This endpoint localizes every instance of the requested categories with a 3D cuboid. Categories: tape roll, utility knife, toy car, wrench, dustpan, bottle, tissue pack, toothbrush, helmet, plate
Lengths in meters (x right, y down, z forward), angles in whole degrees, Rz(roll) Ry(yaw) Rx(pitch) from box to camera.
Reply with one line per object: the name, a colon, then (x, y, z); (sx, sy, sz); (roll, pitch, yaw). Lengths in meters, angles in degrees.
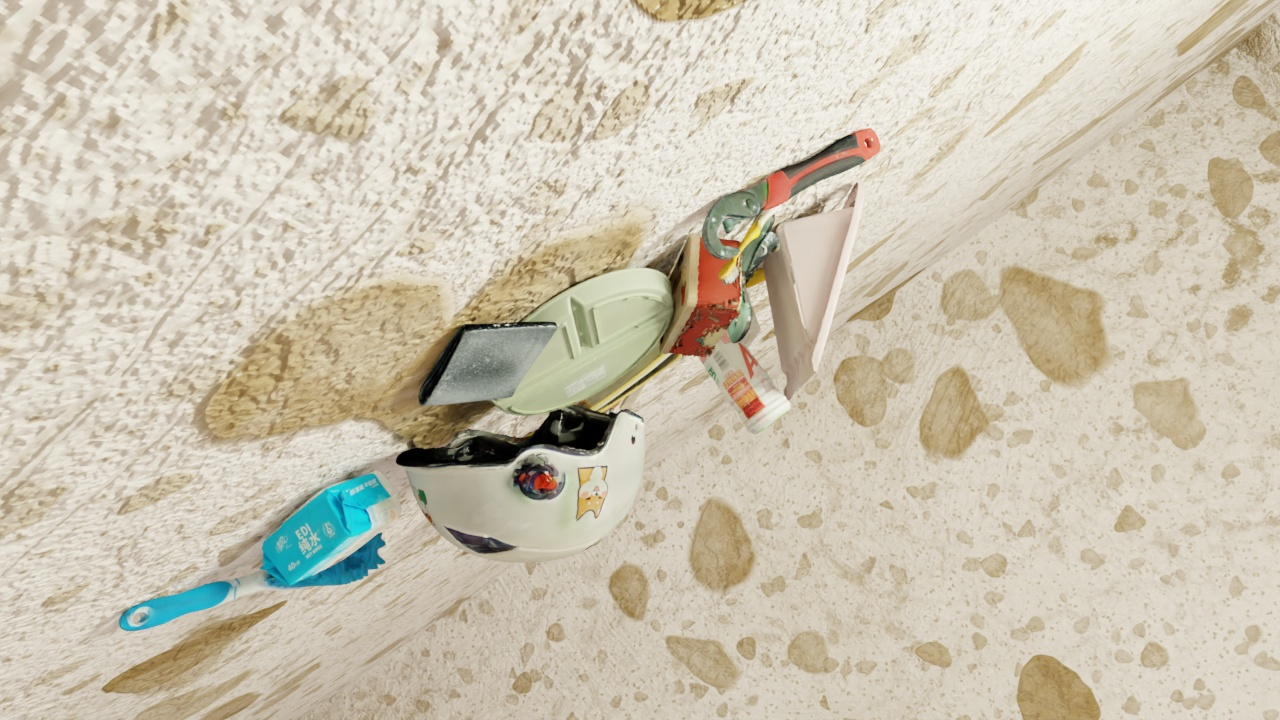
tape roll: (-0.006, 0.041, 1.413); (0.086, 0.014, 0.085); (-60, -177, 5)
utility knife: (0.206, -0.137, 1.380); (0.208, 0.015, 0.033); (-22, 163, -42)
toy car: (0.138, -0.129, 1.156); (0.042, 0.034, 0.091); (-20, 160, -48)
wrench: (0.162, -0.184, 0.959); (0.272, 0.056, 0.016); (-35, -171, -28)
dustpan: (0.252, -0.094, 1.220); (0.139, 0.273, 0.223); (-10, 171, -2)
bottle: (0.121, 0.004, 1.245); (0.068, 0.197, 0.068); (-34, 169, -8)
tissue pack: (-0.325, 0.174, 0.962); (0.140, 0.063, 0.089); (-37, 173, 23)
toothbrush: (0.124, -0.135, 0.965); (0.016, 0.018, 0.190); (-11, -149, 40)
helmet: (-0.118, 0.145, 1.017); (0.273, 0.157, 0.230); (-15, -173, -30)
plate: (-0.060, -0.012, 0.963); (0.230, 0.027, 0.230); (-27, 158, -12)

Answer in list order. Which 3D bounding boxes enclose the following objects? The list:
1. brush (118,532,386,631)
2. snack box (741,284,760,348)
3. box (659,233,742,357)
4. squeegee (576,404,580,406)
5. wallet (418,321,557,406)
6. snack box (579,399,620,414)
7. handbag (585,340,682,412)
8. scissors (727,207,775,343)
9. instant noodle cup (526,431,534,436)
brush: (-0.408, 0.241, 1.013); (0.110, 0.060, 0.314); (-14, 176, 15)
snack box: (0.131, -0.055, 1.319); (0.027, 0.084, 0.157); (-16, 165, -10)
box: (0.073, -0.065, 1.019); (0.076, 0.091, 0.169); (6, 161, -7)
squeegee: (-0.121, 0.116, 1.269); (0.248, 0.040, 0.249); (-6, -165, 16)
wallet: (-0.139, 0.002, 0.838); (0.097, 0.019, 0.121); (-5, 149, -38)
snack box: (-0.061, 0.063, 1.408); (0.075, 0.026, 0.154); (-29, 168, -28)
handbag: (-0.007, 0.007, 1.252); (0.163, 0.063, 0.178); (-36, 173, 12)
scissors: (0.124, -0.107, 1.054); (0.170, 0.019, 0.181); (-83, -173, -65)
instant noodle cup: (-0.156, 0.180, 1.389); (0.118, 0.114, 0.118); (-33, 170, -7)
